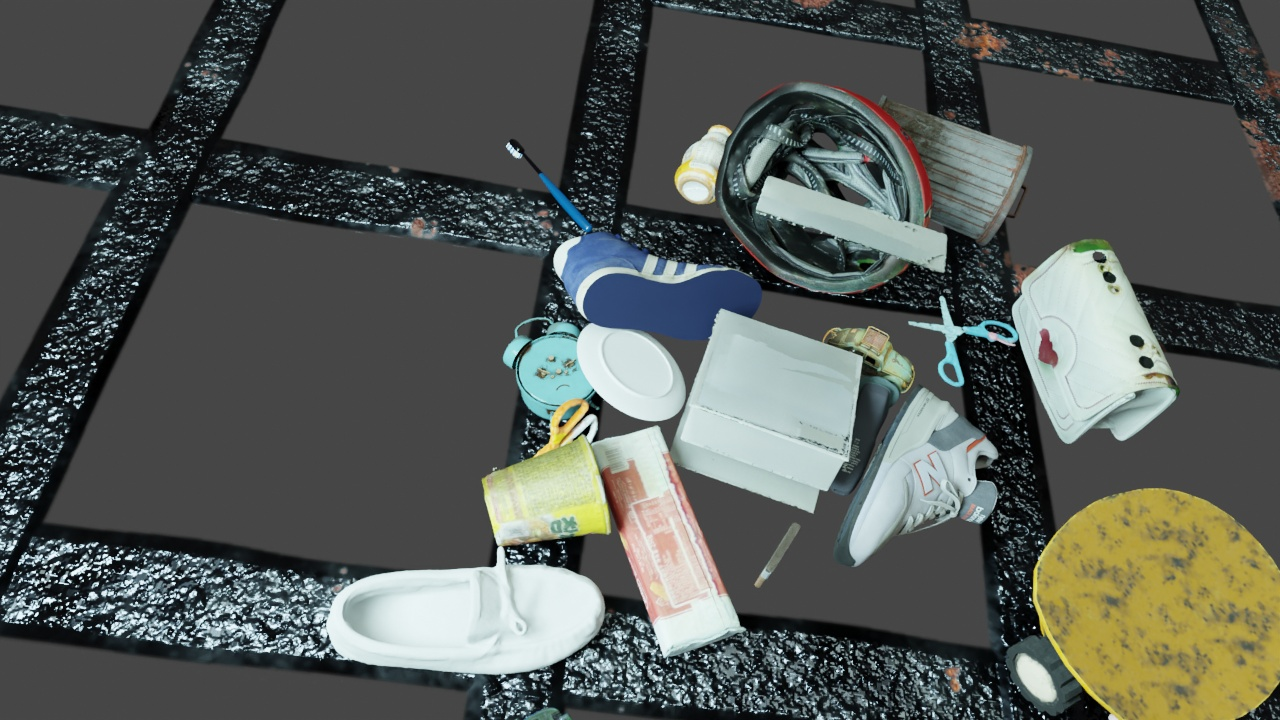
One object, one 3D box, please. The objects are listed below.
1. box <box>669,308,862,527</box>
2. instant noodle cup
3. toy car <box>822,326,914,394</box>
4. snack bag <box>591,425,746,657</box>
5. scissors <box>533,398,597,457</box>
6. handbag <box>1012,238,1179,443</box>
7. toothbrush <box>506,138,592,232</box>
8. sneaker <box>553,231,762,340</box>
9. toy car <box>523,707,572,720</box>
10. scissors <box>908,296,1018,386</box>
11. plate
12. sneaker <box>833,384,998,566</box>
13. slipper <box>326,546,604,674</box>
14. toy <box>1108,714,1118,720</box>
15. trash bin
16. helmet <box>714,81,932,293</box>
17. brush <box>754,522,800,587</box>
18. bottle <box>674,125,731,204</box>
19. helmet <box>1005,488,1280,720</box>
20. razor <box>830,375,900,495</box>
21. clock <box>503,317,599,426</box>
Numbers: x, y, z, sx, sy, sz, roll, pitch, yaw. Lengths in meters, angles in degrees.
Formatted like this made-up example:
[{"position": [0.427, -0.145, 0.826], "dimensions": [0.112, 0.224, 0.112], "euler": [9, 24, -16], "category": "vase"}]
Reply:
[{"position": [0.116, 0.120, 1.086], "dimensions": [0.169, 0.405, 0.171], "euler": [19, 57, 4], "category": "box"}, {"position": [-0.091, 0.131, 0.876], "dimensions": [0.108, 0.102, 0.102], "euler": [-14, 61, -10], "category": "instant noodle cup"}, {"position": [0.264, -0.009, 1.044], "dimensions": [0.112, 0.047, 0.047], "euler": [29, 55, 10], "category": "toy car"}, {"position": [0.022, 0.173, 0.899], "dimensions": [0.077, 0.041, 0.225], "euler": [-14, 63, -16], "category": "snack bag"}, {"position": [-0.091, 0.097, 0.931], "dimensions": [0.130, 0.070, 0.013], "euler": [-49, 47, -10], "category": "scissors"}, {"position": [0.507, -0.019, 1.035], "dimensions": [0.096, 0.142, 0.198], "euler": [-2, 58, -8], "category": "handbag"}, {"position": [-0.113, -0.216, 1.135], "dimensions": [0.167, 0.014, 0.014], "euler": [50, 30, 18], "category": "toothbrush"}, {"position": [0.011, -0.088, 1.043], "dimensions": [0.232, 0.092, 0.118], "euler": [-3, 29, -31], "category": "sneaker"}, {"position": [-0.065, 0.353, 0.768], "dimensions": [0.056, 0.044, 0.120], "euler": [-24, 66, -22], "category": "toy car"}, {"position": [0.386, -0.021, 1.095], "dimensions": [0.135, 0.015, 0.135], "euler": [7, 55, 3], "category": "scissors"}, {"position": [-0.006, 0.006, 0.980], "dimensions": [0.134, 0.011, 0.134], "euler": [22, 41, -22], "category": "plate"}, {"position": [0.295, 0.132, 0.937], "dimensions": [0.124, 0.089, 0.239], "euler": [27, 55, 12], "category": "sneaker"}, {"position": [-0.154, 0.225, 0.826], "dimensions": [0.246, 0.075, 0.112], "euler": [1, 74, -10], "category": "slipper"}, {"position": [0.441, 0.378, 0.833], "dimensions": [0.063, 0.047, 0.109], "euler": [13, 68, 3], "category": "toy"}, {"position": [0.380, -0.239, 1.159], "dimensions": [0.211, 0.131, 0.130], "euler": [24, 58, 8], "category": "trash bin"}, {"position": [0.219, -0.197, 1.069], "dimensions": [0.272, 0.218, 0.166], "euler": [46, 28, 20], "category": "helmet"}, {"position": [0.120, 0.187, 0.842], "dimensions": [0.008, 0.143, 0.045], "euler": [32, 67, 13], "category": "brush"}, {"position": [0.086, -0.250, 1.158], "dimensions": [0.063, 0.063, 0.108], "euler": [22, 58, 5], "category": "bottle"}, {"position": [0.461, 0.246, 0.865], "dimensions": [0.255, 0.132, 0.205], "euler": [-21, 63, -20], "category": "helmet"}, {"position": [0.236, 0.081, 0.985], "dimensions": [0.047, 0.052, 0.142], "euler": [18, 61, 19], "category": "razor"}, {"position": [-0.095, 0.008, 0.975], "dimensions": [0.090, 0.053, 0.124], "euler": [-18, 63, -20], "category": "clock"}]
